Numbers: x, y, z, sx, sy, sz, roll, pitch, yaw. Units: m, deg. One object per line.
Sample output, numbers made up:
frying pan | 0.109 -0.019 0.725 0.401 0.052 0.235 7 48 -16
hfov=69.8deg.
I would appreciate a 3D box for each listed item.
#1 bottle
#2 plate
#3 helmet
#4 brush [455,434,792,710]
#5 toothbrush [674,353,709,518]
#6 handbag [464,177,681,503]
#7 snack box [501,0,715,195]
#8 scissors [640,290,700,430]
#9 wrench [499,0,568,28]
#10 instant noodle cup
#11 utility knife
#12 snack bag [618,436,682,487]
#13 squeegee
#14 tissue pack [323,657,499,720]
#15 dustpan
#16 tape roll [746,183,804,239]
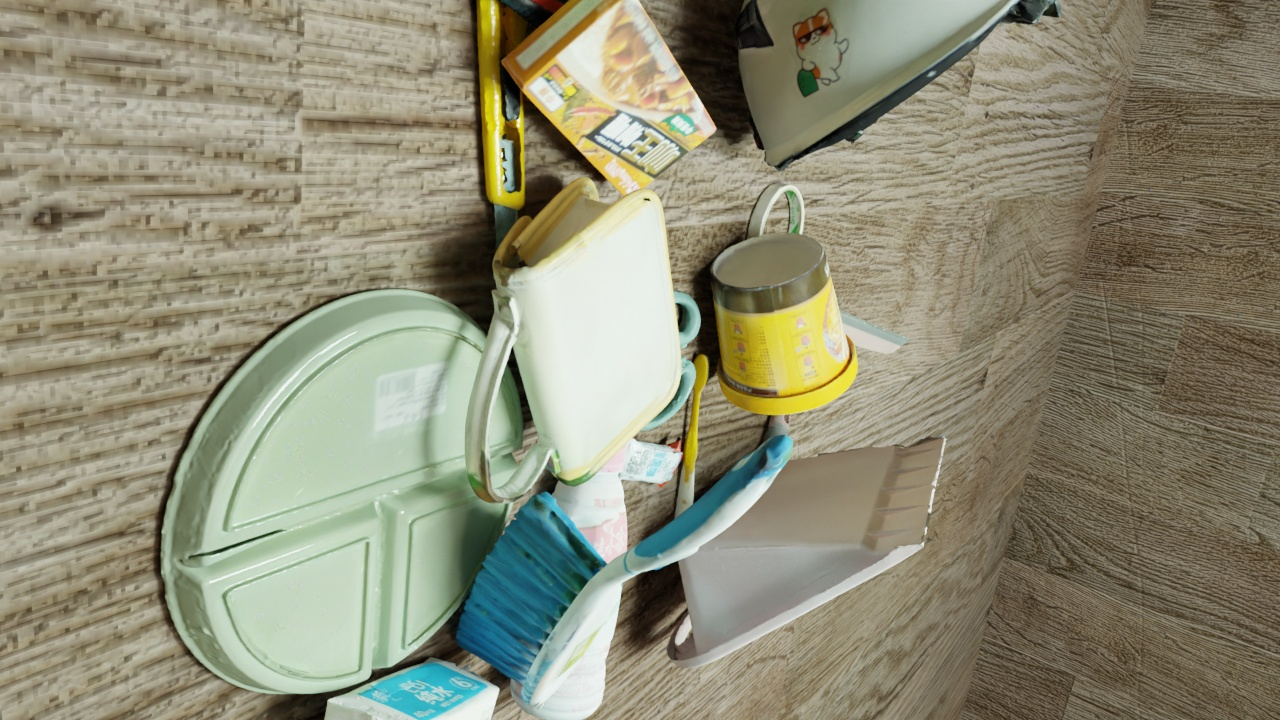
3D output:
bottle | -0.045 0.151 0.651 0.068 0.068 0.197 1 101 -57
plate | -0.142 0.075 0.499 0.229 0.027 0.230 -33 132 -47
helmet | 0.164 -0.256 0.657 0.273 0.231 0.157 -35 95 -48
brush | -0.025 0.109 0.504 0.060 0.109 0.315 -27 153 -43
toothbrush | 0.045 0.084 0.803 0.018 0.016 0.191 -30 129 -59
handbag | -0.051 -0.004 0.544 0.178 0.063 0.163 -45 140 -38
snack box | -0.012 -0.153 0.533 0.075 0.026 0.153 -38 157 9
scissors | -0.006 0.028 0.694 0.185 0.019 0.132 -42 138 -37
wrench | -0.087 -0.203 0.433 0.273 0.016 0.056 19 89 -53
instant noodle cup | 0.113 -0.034 0.761 0.118 0.119 0.114 -44 131 -37
utility knife | -0.073 -0.137 0.507 0.033 0.015 0.196 -26 126 -45
snack bag | 0.004 0.080 0.725 0.104 0.026 0.048 11 98 -58
squeegee | 0.147 0.061 0.928 0.247 0.040 0.249 16 97 -44
tissue pack | -0.140 0.229 0.528 0.140 0.063 0.090 28 80 -74
dustpan | 0.143 0.178 0.806 0.222 0.274 0.139 -35 114 -60
tape roll | 0.121 -0.115 0.821 0.085 0.014 0.086 -32 131 -46
